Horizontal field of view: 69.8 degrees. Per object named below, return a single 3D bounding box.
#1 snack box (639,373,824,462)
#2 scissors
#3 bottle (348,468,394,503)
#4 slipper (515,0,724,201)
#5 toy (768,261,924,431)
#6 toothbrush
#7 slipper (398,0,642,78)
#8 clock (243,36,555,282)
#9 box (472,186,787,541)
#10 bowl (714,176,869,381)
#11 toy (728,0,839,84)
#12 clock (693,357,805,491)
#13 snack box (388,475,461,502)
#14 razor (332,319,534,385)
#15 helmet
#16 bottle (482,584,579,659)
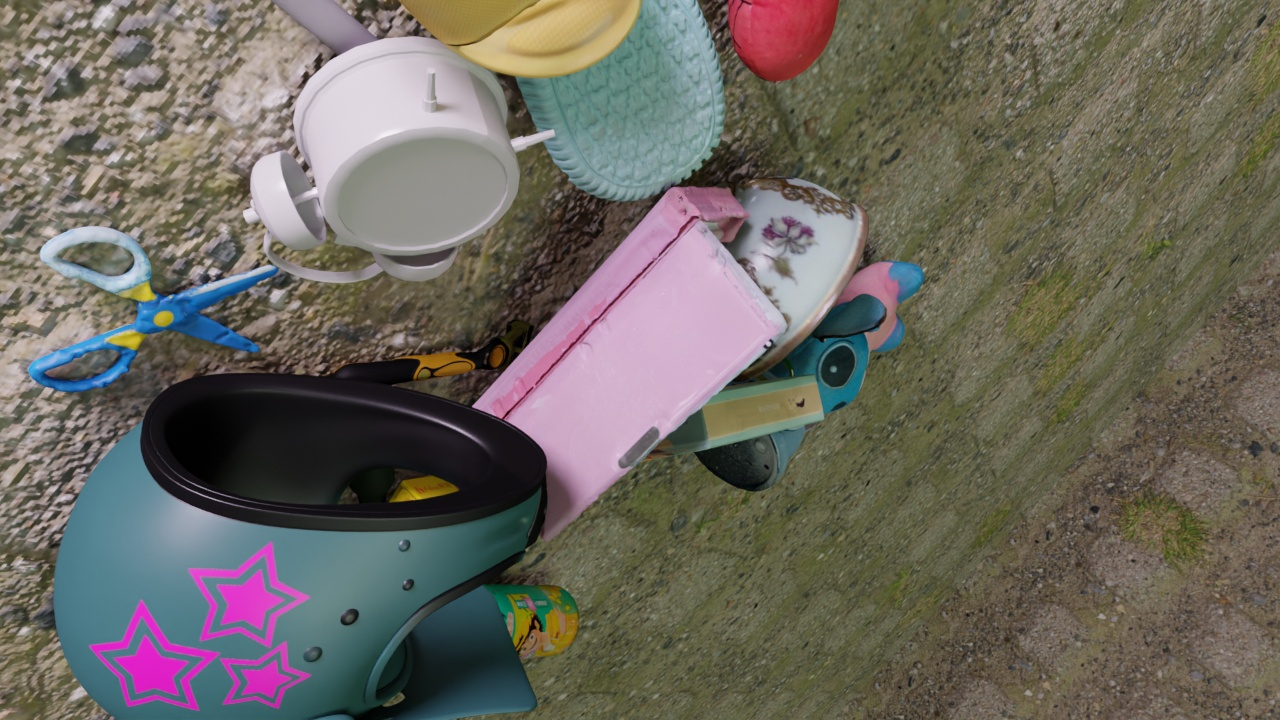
[{"bbox_3d":[0.023,0.052,0.716,0.194,0.044,0.141,-17,173,43],"label":"snack box"},{"bbox_3d":[-0.245,-0.030,0.459,0.125,0.016,0.123,-27,146,-25],"label":"scissors"},{"bbox_3d":[-0.183,0.075,0.622,0.033,0.033,0.123,-22,141,-32],"label":"bottle"},{"bbox_3d":[-0.032,-0.197,0.465,0.116,0.069,0.276,-36,138,-12],"label":"slipper"},{"bbox_3d":[0.197,-0.024,0.882,0.191,0.099,0.225,-36,161,-25],"label":"toy"},{"bbox_3d":[-0.117,-0.137,0.477,0.019,0.018,0.188,-47,148,5],"label":"toothbrush"},{"bbox_3d":[-0.089,-0.196,0.335,0.100,0.078,0.263,-28,135,16],"label":"slipper"},{"bbox_3d":[-0.128,-0.093,0.466,0.160,0.061,0.119,-35,151,29],"label":"clock"},{"bbox_3d":[-0.003,0.005,0.608,0.233,0.115,0.106,-44,169,26],"label":"box"},{"bbox_3d":[0.077,-0.076,0.675,0.094,0.160,0.160,36,99,-16],"label":"bowl"},{"bbox_3d":[0.091,-0.239,0.567,0.092,0.062,0.133,-24,126,-54],"label":"toy"},{"bbox_3d":[0.096,0.047,0.833,0.059,0.118,0.162,-37,155,-35],"label":"clock"},{"bbox_3d":[-0.141,0.118,0.696,0.075,0.025,0.152,-56,158,15],"label":"snack box"},{"bbox_3d":[-0.135,0.002,0.610,0.143,0.021,0.044,-10,133,-40],"label":"razor"},{"bbox_3d":[-0.177,0.130,0.528,0.274,0.176,0.201,7,116,-30],"label":"helmet"},{"bbox_3d":[-0.139,0.233,0.812,0.068,0.068,0.209,-53,147,11],"label":"bottle"}]
